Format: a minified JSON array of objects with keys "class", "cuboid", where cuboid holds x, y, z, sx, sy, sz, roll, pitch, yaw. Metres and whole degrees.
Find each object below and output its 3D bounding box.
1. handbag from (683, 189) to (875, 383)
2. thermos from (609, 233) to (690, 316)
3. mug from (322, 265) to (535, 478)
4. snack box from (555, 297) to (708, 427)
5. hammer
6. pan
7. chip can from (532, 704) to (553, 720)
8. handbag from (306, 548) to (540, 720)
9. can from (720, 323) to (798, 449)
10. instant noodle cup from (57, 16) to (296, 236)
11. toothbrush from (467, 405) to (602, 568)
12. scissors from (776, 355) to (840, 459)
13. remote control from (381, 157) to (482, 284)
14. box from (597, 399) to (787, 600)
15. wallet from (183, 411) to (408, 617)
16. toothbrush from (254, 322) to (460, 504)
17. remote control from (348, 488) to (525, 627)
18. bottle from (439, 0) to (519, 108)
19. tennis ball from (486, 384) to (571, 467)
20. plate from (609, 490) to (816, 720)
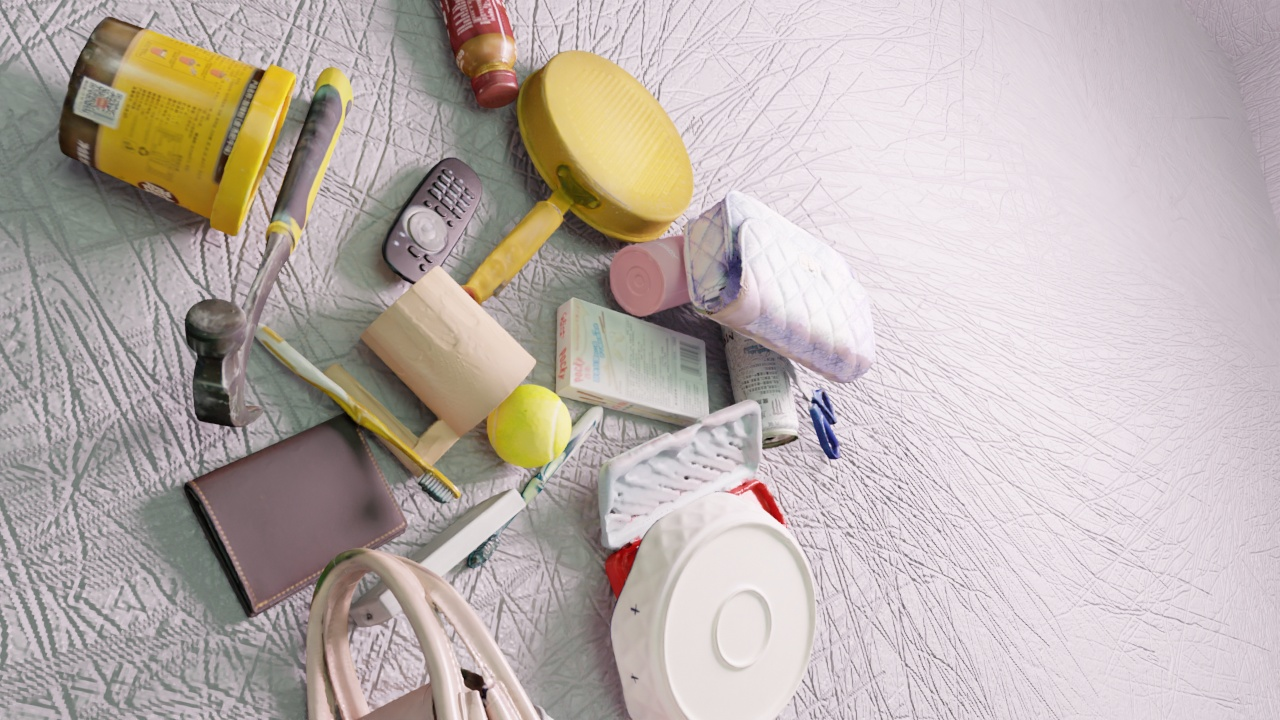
[{"class":"handbag","cuboid":[0.130,-0.067,0.843,0.193,0.076,0.134,22,51,-35]},{"class":"thermos","cuboid":[0.064,-0.087,0.890,0.087,0.067,0.198,42,35,24]},{"class":"mug","cuboid":[-0.157,0.007,0.680,0.124,0.084,0.103,-46,101,-15]},{"class":"snack box","cuboid":[-0.005,0.005,0.831,0.156,0.027,0.084,16,61,-33]},{"class":"hammer","cuboid":[-0.243,-0.092,0.626,0.032,0.126,0.322,11,47,-13]},{"class":"pan","cuboid":[-0.066,-0.153,0.833,0.197,0.078,0.356,45,40,-14]},{"class":"chip can","cuboid":[-0.013,0.330,0.645,0.214,0.071,0.071,42,50,-17]},{"class":"handbag","cuboid":[-0.135,0.221,0.526,0.093,0.194,0.234,-1,63,-46]},{"class":"can","cuboid":[0.116,0.011,0.906,0.058,0.058,0.146,7,67,-37]},{"class":"instant noodle cup","cuboid":[-0.303,-0.157,0.605,0.114,0.119,0.118,20,58,-23]},{"class":"toothbrush","cuboid":[-0.078,0.095,0.736,0.016,0.018,0.191,50,48,-11]},{"class":"scissors","cuboid":[0.170,0.029,0.930,0.172,0.012,0.132,66,24,-18]},{"class":"remote control","cuboid":[-0.171,-0.113,0.750,0.053,0.024,0.136,43,47,-25]},{"class":"box","cuboid":[0.047,0.131,0.797,0.200,0.058,0.161,-19,98,-42]},{"class":"wallet","cuboid":[-0.225,0.099,0.614,0.122,0.020,0.096,-28,93,-44]},{"class":"toothbrush","cuboid":[-0.202,0.037,0.640,0.191,0.016,0.018,41,51,-3]},{"class":"remote control","cuboid":[-0.139,0.136,0.641,0.134,0.056,0.019,-38,96,-43]},{"class":"bottle","cuboid":[-0.151,-0.316,0.837,0.057,0.058,0.174,-6,74,-41]},{"class":"tennis ball","cuboid":[-0.087,0.051,0.716,0.065,0.066,0.065,17,60,-33]},{"class":"plate","cuboid":[0.070,0.213,0.744,0.204,0.046,0.205,1,89,-38]}]
